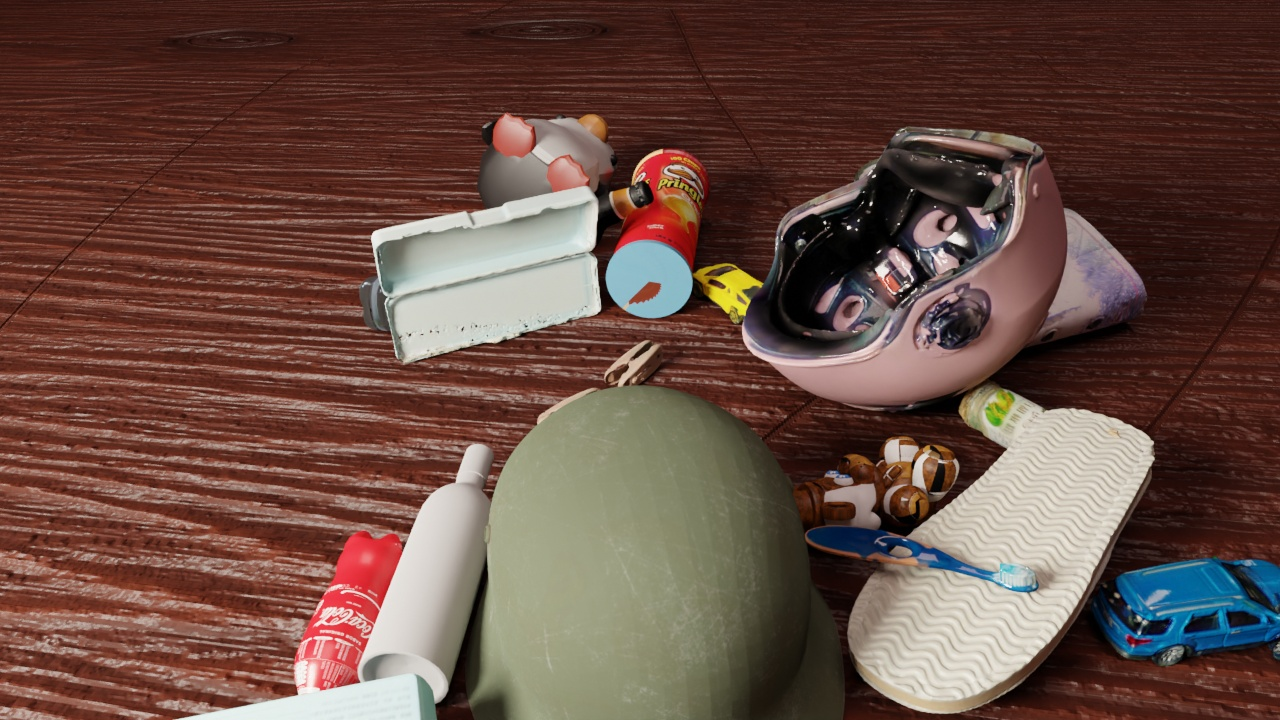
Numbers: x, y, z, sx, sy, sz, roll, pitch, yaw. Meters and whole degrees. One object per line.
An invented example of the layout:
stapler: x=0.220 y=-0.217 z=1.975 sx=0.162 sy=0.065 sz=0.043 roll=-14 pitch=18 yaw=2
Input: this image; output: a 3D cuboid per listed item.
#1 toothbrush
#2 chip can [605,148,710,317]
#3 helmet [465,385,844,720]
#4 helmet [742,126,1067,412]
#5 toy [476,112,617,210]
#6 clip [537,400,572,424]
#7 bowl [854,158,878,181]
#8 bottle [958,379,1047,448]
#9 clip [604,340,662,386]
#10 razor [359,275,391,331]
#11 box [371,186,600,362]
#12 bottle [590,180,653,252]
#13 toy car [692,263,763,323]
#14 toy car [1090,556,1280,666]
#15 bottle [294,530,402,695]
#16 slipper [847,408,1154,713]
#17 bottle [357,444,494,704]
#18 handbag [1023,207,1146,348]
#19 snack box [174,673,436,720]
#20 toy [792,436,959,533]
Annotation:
toothbrush: x=0.160 y=0.114 z=0.536 sx=0.135 sy=0.017 sz=0.021 roll=7 pitch=45 yaw=29
chip can: x=0.021 y=-0.135 z=0.932 sx=0.087 sy=0.087 sz=0.212 roll=2 pitch=36 yaw=8
helmet: x=0.002 y=0.105 z=0.525 sx=0.227 sy=0.154 sz=0.267 roll=-8 pitch=34 yaw=-7
helmet: x=0.209 y=-0.057 z=0.720 sx=0.255 sy=0.152 sz=0.230 roll=-44 pitch=29 yaw=-6
toy: x=-0.097 y=-0.212 z=1.045 sx=0.159 sy=0.140 sz=0.183 roll=38 pitch=33 yaw=1
clip: x=-0.053 y=0.047 z=0.729 sx=0.061 sy=0.026 sz=0.049 roll=22 pitch=43 yaw=34
bowl: x=0.297 y=-0.154 z=0.948 sx=0.153 sy=0.073 sz=0.153 roll=-2 pitch=35 yaw=2
bottle: x=0.290 y=0.053 z=0.674 sx=0.043 sy=0.043 sz=0.111 roll=-24 pitch=39 yaw=-27
clip: x=-0.002 y=0.006 z=0.784 sx=0.061 sy=0.026 sz=0.049 roll=-11 pitch=37 yaw=-9
razor: x=-0.194 y=-0.062 z=0.877 sx=0.140 sy=0.053 sz=0.063 roll=-9 pitch=26 yaw=-13
box: x=-0.131 y=-0.079 z=0.817 sx=0.197 sy=0.136 sz=0.044 roll=-15 pitch=42 yaw=-17
bottle: x=-0.070 y=-0.127 z=0.885 sx=0.182 sy=0.059 sz=0.059 roll=-21 pitch=28 yaw=24
toy car: x=0.089 y=-0.068 z=0.880 sx=0.049 sy=0.030 sz=0.107 roll=-23 pitch=38 yaw=-25
toy car: x=0.331 y=0.144 z=0.538 sx=0.120 sy=0.044 sz=0.056 roll=-5 pitch=34 yaw=-4
bottle: x=-0.178 y=0.162 z=0.555 sx=0.042 sy=0.042 sz=0.141 roll=0 pitch=35 yaw=5
slipper: x=0.226 y=0.119 z=0.567 sx=0.262 sy=0.052 sz=0.115 roll=-36 pitch=40 yaw=-29
bottle: x=-0.126 y=0.125 z=0.595 sx=0.052 sy=0.052 sz=0.194 roll=0 pitch=35 yaw=5
handbag: x=0.349 y=-0.065 z=0.826 sx=0.158 sy=0.069 sz=0.126 roll=-14 pitch=50 yaw=-14
snack box: x=-0.188 y=0.213 z=0.454 sx=0.174 sy=0.053 sz=0.075 roll=-10 pitch=60 yaw=-8
toy: x=0.147 y=0.090 z=0.613 sx=0.112 sy=0.067 sz=0.087 roll=-3 pitch=4 yaw=-11
